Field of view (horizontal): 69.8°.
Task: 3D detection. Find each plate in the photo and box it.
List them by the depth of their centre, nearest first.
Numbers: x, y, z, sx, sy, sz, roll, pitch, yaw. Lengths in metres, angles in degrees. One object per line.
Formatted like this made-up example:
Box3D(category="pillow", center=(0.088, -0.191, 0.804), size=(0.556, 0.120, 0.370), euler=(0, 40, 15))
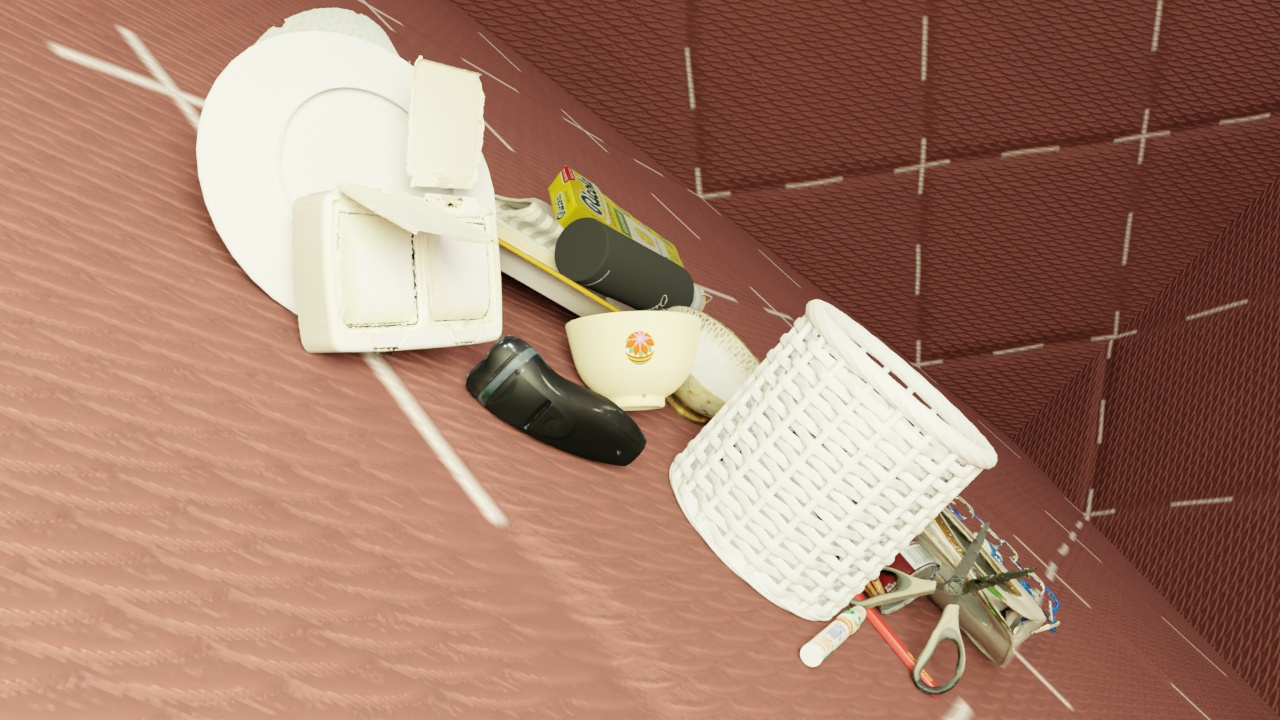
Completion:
Box3D(category="plate", center=(-0.178, -0.117, 0.601), size=(0.208, 0.015, 0.208), euler=(13, 70, -41))
Box3D(category="plate", center=(-0.106, -0.082, 0.834), size=(0.230, 0.021, 0.230), euler=(30, 0, 0))

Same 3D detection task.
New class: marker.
Box3D(category="marker", center=(0.152, 0.210, 0.708), size=(0.017, 0.017, 0.145), euler=(46, 17, 21))

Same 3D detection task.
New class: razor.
Box3D(category="razor", center=(-0.057, 0.031, 0.654), size=(0.140, 0.053, 0.063), euler=(33, 25, -30))

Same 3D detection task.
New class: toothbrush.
Box3D(category="toothbrush", center=(0.196, 0.206, 0.820), size=(0.012, 0.018, 0.212), euler=(20, 25, -50))

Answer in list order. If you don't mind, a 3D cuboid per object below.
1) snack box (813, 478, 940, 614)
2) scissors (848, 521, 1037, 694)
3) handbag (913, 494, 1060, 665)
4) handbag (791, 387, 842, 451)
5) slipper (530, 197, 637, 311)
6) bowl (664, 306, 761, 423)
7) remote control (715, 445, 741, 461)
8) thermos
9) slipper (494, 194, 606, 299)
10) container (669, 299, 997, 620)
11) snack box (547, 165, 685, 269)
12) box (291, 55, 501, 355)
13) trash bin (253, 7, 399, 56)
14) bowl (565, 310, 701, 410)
Box3D(category="snack box", center=(0.216, 0.171, 0.869), size=(0.072, 0.072, 0.121), euler=(20, 26, -51))
Box3D(category="scissors", center=(0.255, 0.206, 0.786), size=(0.013, 0.171, 0.157), euler=(73, 23, -56))
Box3D(category="handbag", center=(0.320, 0.195, 0.904), size=(0.200, 0.093, 0.199), euler=(49, 0, 24))
Box3D(category="handbag", center=(0.214, 0.070, 1.199), size=(0.124, 0.047, 0.185), euler=(49, 16, 2))
Box3D(category="slipper", center=(-0.058, -0.122, 1.083), size=(0.115, 0.052, 0.263), euler=(23, 22, -49))
Box3D(category="bowl", center=(0.061, 0.017, 0.928), size=(0.145, 0.063, 0.145), euler=(32, 30, -21))
Box3D(category="remote control", center=(0.097, 0.093, 0.925), size=(0.030, 0.009, 0.140), euler=(45, 16, 18))
Box3D(category="thermos", center=(0.005, -0.081, 0.934), size=(0.061, 0.061, 0.231), euler=(49, 16, 29))
Box3D(category="slipper", center=(-0.137, -0.141, 0.907), size=(0.272, 0.054, 0.114), euler=(29, -4, -30))
Box3D(category="container", center=(0.152, 0.080, 0.750), size=(0.189, 0.187, 0.189), euler=(36, 16, -12))
Box3D(category="snack box", center=(-0.019, -0.139, 1.045), size=(0.181, 0.045, 0.121), euler=(33, 21, -26))
Box3D(category="box", center=(-0.120, -0.096, 0.553), size=(0.099, 0.184, 0.143), euler=(0, 5, 34))
Box3D(category="trash bin", center=(-0.216, -0.168, 0.713), size=(0.161, 0.133, 0.133), euler=(53, 19, 24))
Box3D(category="bowl", center=(-0.005, 0.005, 0.792), size=(0.117, 0.118, 0.074), euler=(11, 74, -60))
